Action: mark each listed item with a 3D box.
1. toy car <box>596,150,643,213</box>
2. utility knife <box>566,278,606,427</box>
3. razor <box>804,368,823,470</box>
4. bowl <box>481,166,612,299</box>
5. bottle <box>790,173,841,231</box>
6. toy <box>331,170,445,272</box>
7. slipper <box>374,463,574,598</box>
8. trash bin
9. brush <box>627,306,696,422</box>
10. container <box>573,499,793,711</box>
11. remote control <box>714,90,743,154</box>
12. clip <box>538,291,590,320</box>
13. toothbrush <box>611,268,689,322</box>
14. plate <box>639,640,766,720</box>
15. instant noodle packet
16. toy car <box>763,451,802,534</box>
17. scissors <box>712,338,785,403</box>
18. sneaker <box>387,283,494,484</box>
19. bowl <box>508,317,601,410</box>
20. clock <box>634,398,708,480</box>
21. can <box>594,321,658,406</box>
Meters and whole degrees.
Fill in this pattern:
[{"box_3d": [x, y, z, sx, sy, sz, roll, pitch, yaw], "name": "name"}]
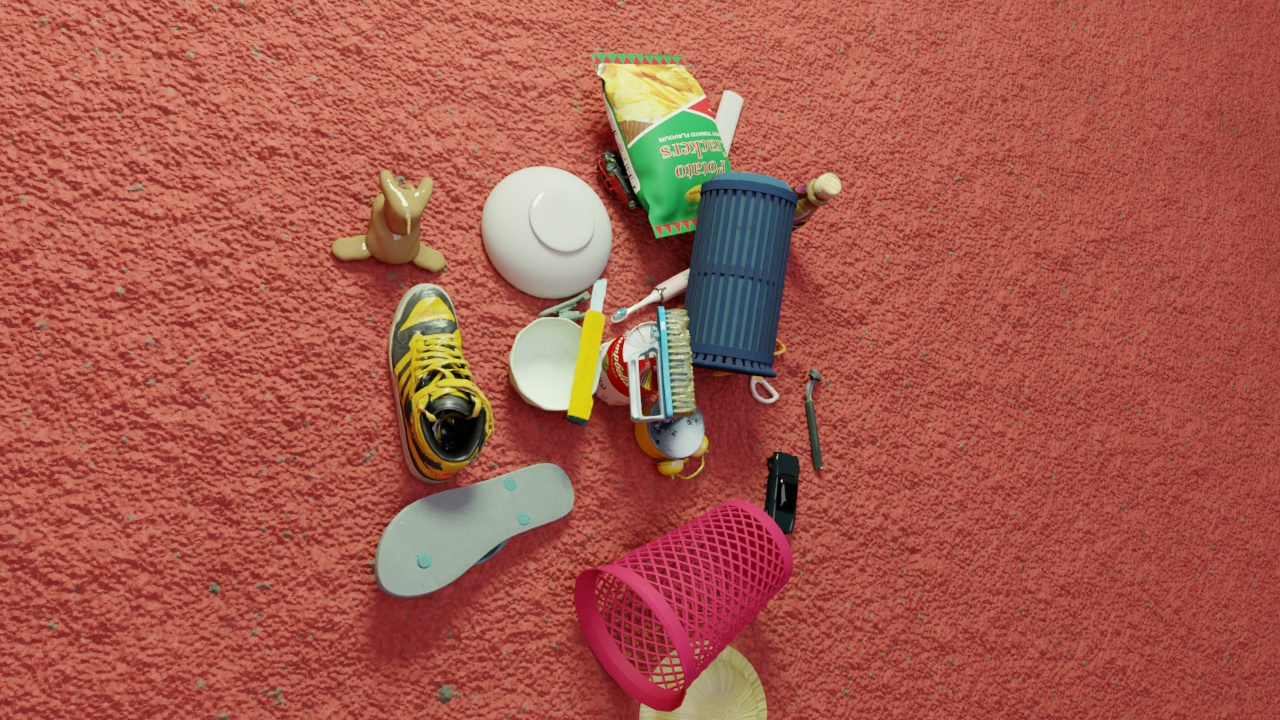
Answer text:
[{"box_3d": [-0.025, -0.241, 1.240, 0.091, 0.036, 0.042, 54, 32, -4], "name": "toy car"}, {"box_3d": [-0.061, -0.012, 1.115, 0.030, 0.018, 0.191, 18, 75, -27], "name": "utility knife"}, {"box_3d": [0.248, 0.085, 1.314, 0.042, 0.022, 0.144, 16, 71, -64], "name": "razor"}, {"box_3d": [-0.110, -0.171, 1.170, 0.176, 0.066, 0.176, 6, 76, -25], "name": "bowl"}, {"box_3d": [0.217, -0.216, 1.283, 0.059, 0.166, 0.059, 6, 75, -25], "name": "bottle"}, {"box_3d": [-0.282, -0.162, 1.068, 0.134, 0.108, 0.105, 5, 60, -25], "name": "toy"}, {"box_3d": [-0.196, 0.187, 1.064, 0.268, 0.055, 0.098, -24, 87, -39], "name": "slipper"}, {"box_3d": [0.126, -0.110, 1.198, 0.139, 0.139, 0.249, 9, 89, -24], "name": "trash bin"}, {"box_3d": [0.022, 0.003, 1.070, 0.075, 0.055, 0.135, -2, 79, -4], "name": "brush"}, {"box_3d": [0.065, 0.275, 1.105, 0.225, 0.184, 0.183, -28, 91, -36], "name": "container"}, {"box_3d": [0.123, -0.339, 1.352, 0.033, 0.012, 0.130, 24, 69, -19], "name": "remote control"}, {"box_3d": [-0.091, -0.056, 1.179, 0.078, 0.023, 0.050, -37, 94, -30], "name": "clip"}, {"box_3d": [0.048, -0.102, 1.254, 0.222, 0.027, 0.027, -30, 69, -28], "name": "toothbrush"}, {"box_3d": [0.089, 0.447, 1.145, 0.184, 0.036, 0.184, 6, 76, -25], "name": "plate"}, {"box_3d": [0.041, -0.298, 1.248, 0.195, 0.091, 0.252, -20, 90, -47], "name": "instant noodle packet"}, {"box_3d": [0.196, 0.181, 1.258, 0.046, 0.034, 0.112, 15, 72, -22], "name": "toy car"}, {"box_3d": [0.156, 0.011, 1.290, 0.125, 0.011, 0.128, -16, 85, -23], "name": "scissors"}, {"box_3d": [-0.228, 0.017, 1.039, 0.086, 0.122, 0.238, -3, 81, -28], "name": "sneaker"}, {"box_3d": [-0.112, 0.010, 1.131, 0.117, 0.061, 0.117, 6, 75, -24], "name": "bowl"}, {"box_3d": [0.043, 0.099, 1.189, 0.083, 0.057, 0.119, -34, 94, -29], "name": "clock"}, {"box_3d": [-0.007, 0.007, 1.151, 0.086, 0.117, 0.086, 6, 76, -25], "name": "can"}]
